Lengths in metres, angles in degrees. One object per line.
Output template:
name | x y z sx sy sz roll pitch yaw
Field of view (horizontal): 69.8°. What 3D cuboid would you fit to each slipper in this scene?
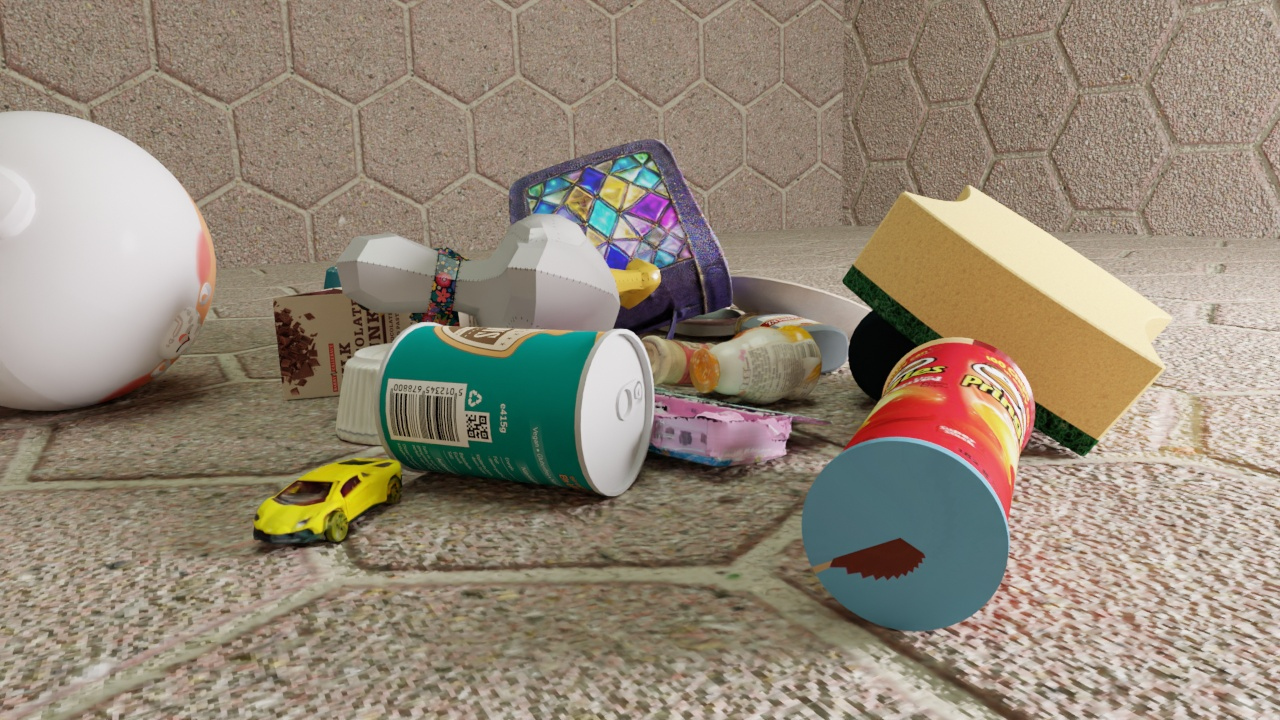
slipper | 0.054 -0.069 1.167 0.114 0.054 0.274 -6 10 -21

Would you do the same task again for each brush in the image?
brush | 0.283 -0.045 0.690 0.195 0.075 0.249 40 28 18

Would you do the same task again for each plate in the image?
plate | 0.173 -0.052 1.021 0.189 0.027 0.189 16 -5 1

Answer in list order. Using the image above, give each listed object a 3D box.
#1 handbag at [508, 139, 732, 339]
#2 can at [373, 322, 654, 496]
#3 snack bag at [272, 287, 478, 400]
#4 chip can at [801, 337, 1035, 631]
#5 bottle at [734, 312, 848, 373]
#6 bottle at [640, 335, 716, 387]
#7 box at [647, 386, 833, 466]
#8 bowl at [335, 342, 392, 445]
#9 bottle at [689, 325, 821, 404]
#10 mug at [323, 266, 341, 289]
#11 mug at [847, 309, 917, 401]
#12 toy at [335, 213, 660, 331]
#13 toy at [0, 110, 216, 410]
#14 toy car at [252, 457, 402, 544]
handbag | -0.023 -0.098 0.963 0.205 0.221 0.125 -17 -22 0
can | -0.077 0.028 0.576 0.144 0.099 0.099 3 12 25
snack bag | -0.251 -0.025 0.899 0.205 0.094 0.070 -11 14 -39
chip can | 0.147 0.049 0.460 0.087 0.087 0.212 3 13 24
bottle | 0.141 -0.022 0.932 0.072 0.046 0.161 -5 11 -16
bottle | 0.044 0.004 0.773 0.109 0.044 0.044 6 3 -42
box | 0.023 0.037 0.690 0.158 0.035 0.231 -2 7 -45
bowl | -0.185 0.021 0.728 0.115 0.062 0.115 -2 11 0
bottle | 0.093 0.004 0.747 0.108 0.063 0.063 -4 10 -31
mug | -0.325 -0.060 1.070 0.084 0.104 0.112 -2 12 -2
mug | 0.233 0.000 0.742 0.122 0.085 0.094 34 26 20
toy | -0.114 -0.058 0.772 0.267 0.141 0.247 11 -7 -22
toy | -0.524 -0.082 0.846 0.266 0.262 0.281 29 -4 7
toy car | -0.177 0.078 0.524 0.049 0.030 0.106 1 13 13
